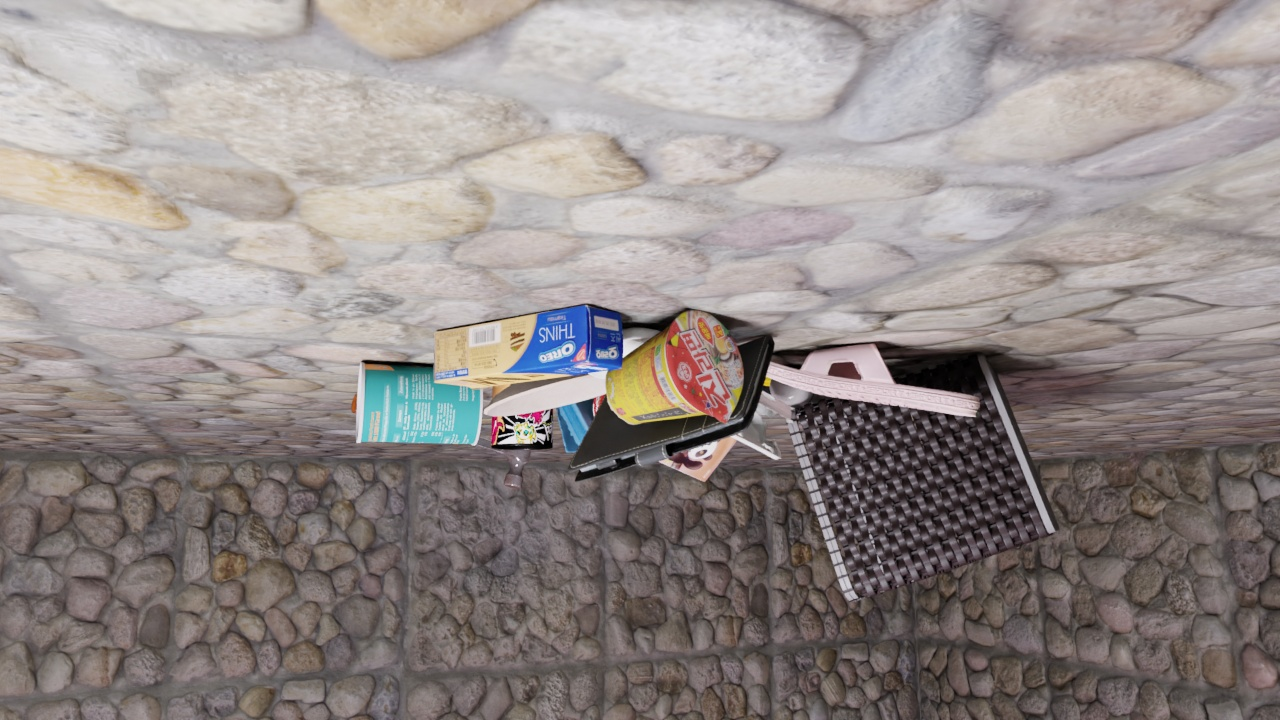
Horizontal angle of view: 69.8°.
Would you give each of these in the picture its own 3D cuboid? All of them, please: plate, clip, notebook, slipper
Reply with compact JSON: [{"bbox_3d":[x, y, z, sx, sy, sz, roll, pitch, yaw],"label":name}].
[{"bbox_3d":[-0.091,0.027,1.061,0.188,0.027,0.189,-14,171,-2],"label":"plate"},{"bbox_3d":[0.113,0.039,1.083,0.126,0.152,0.099,30,115,-25],"label":"clip"},{"bbox_3d":[-0.010,-0.011,0.948,0.104,0.026,0.104,-7,156,-3],"label":"plate"},{"bbox_3d":[0.033,0.050,0.960,0.210,0.029,0.169,-22,-156,30],"label":"notebook"},{"bbox_3d":[0.263,0.015,1.042,0.239,0.064,0.094,10,178,18],"label":"slipper"}]

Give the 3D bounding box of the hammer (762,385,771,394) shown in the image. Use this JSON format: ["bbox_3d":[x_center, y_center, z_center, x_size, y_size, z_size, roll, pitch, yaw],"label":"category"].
[{"bbox_3d":[0.147,0.068,1.452,0.127,0.029,0.324,1,169,-11],"label":"hammer"}]

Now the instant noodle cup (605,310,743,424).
[{"bbox_3d":[0.025,0.015,0.884,0.100,0.100,0.113,8,161,-40],"label":"instant noodle cup"}]

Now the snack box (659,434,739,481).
[{"bbox_3d":[0.044,0.084,1.122,0.151,0.087,0.034,27,-162,-29],"label":"snack box"}]

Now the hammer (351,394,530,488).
[{"bbox_3d":[-0.316,0.104,1.502,0.314,0.137,0.035,22,159,-32],"label":"hammer"}]

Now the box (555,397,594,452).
[{"bbox_3d":[-0.046,0.090,1.339,0.054,0.093,0.231,-39,159,22],"label":"box"}]

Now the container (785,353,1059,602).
[{"bbox_3d":[0.366,0.148,1.173,0.244,0.245,0.247,-23,162,21],"label":"container"}]

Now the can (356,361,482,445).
[{"bbox_3d":[-0.278,0.055,1.149,0.143,0.099,0.099,3,170,-19],"label":"can"}]

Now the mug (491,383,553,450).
[{"bbox_3d":[-0.157,0.072,1.252,0.082,0.098,0.118,-1,170,3],"label":"mug"}]

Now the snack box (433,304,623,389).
[{"bbox_3d":[-0.114,-0.009,0.902,0.207,0.057,0.056,-7,169,35],"label":"snack box"}]

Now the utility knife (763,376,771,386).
[{"bbox_3d":[0.123,0.021,1.221,0.217,0.019,0.031,11,156,-38],"label":"utility knife"}]

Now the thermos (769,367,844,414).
[{"bbox_3d":[0.231,0.048,1.255,0.052,0.052,0.224,-5,169,25],"label":"thermos"}]

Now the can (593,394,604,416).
[{"bbox_3d":[-0.008,0.061,1.199,0.086,0.086,0.116,2,176,-16],"label":"can"}]
